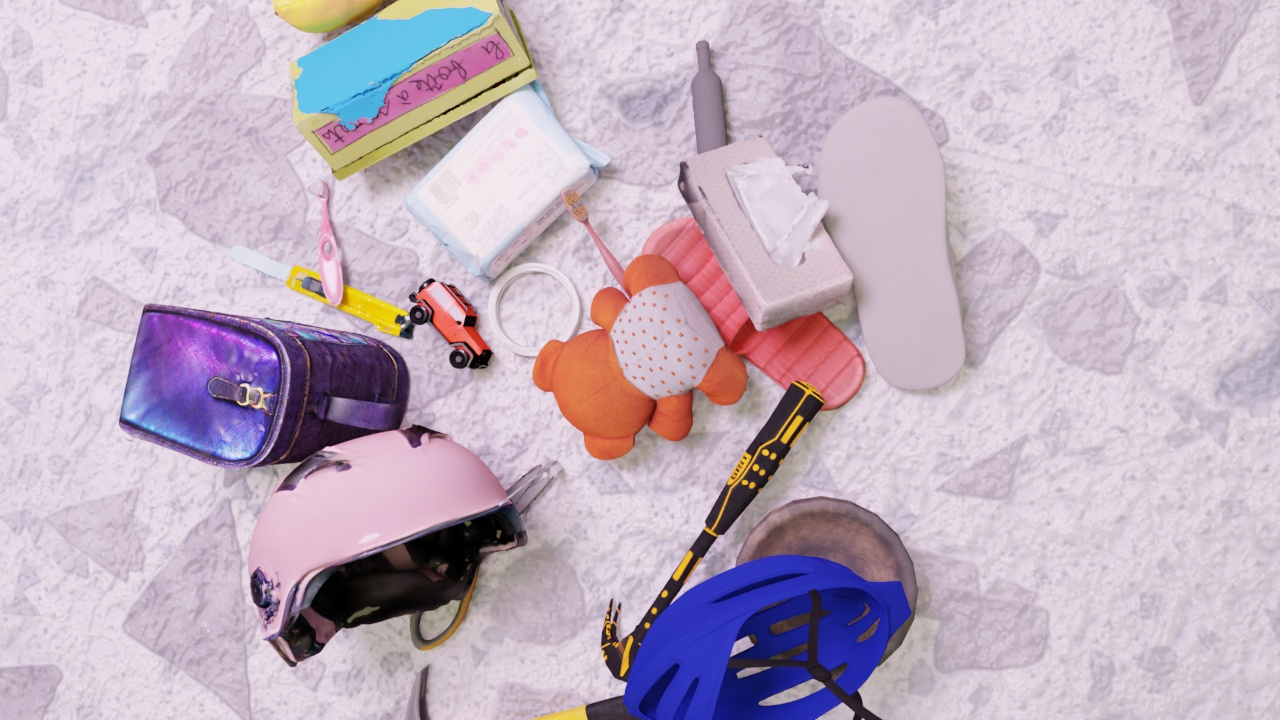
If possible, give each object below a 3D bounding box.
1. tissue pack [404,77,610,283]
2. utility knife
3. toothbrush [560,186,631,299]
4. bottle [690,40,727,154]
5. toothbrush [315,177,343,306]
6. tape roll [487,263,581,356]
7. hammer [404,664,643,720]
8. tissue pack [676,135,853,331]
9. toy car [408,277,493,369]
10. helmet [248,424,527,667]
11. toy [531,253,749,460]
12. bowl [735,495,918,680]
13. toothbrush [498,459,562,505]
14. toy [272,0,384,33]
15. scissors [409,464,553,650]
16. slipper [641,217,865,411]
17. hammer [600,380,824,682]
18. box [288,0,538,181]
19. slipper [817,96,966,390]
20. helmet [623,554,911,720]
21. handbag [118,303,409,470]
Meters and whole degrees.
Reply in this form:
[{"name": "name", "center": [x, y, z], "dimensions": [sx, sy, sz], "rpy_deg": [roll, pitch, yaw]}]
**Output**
[{"name": "tissue pack", "center": [-0.129, -0.172, 0.889], "dimensions": [0.182, 0.070, 0.112], "rpy_deg": [-43, 85, 2]}, {"name": "utility knife", "center": [-0.329, -0.073, 0.941], "dimensions": [0.219, 0.019, 0.030], "rpy_deg": [22, 82, 10]}, {"name": "toothbrush", "center": [-0.022, -0.084, 0.870], "dimensions": [0.015, 0.015, 0.184], "rpy_deg": [-34, 107, -3]}, {"name": "bottle", "center": [0.065, -0.251, 0.883], "dimensions": [0.030, 0.030, 0.113], "rpy_deg": [-6, 88, 7]}, {"name": "toothbrush", "center": [-0.317, -0.121, 0.929], "dimensions": [0.021, 0.016, 0.135], "rpy_deg": [-9, 80, -5]}, {"name": "tape roll", "center": [-0.105, -0.050, 0.911], "dimensions": [0.093, 0.013, 0.093], "rpy_deg": [0, 89, 7]}, {"name": "hammer", "center": [-0.079, 0.355, 0.894], "dimensions": [0.325, 0.034, 0.170], "rpy_deg": [-16, 86, 5]}, {"name": "tissue pack", "center": [0.114, -0.125, 0.824], "dimensions": [0.104, 0.071, 0.181], "rpy_deg": [-19, 61, -10]}, {"name": "toy car", "center": [-0.183, -0.035, 0.901], "dimensions": [0.049, 0.051, 0.100], "rpy_deg": [-44, 84, 6]}, {"name": "helmet", "center": [-0.226, 0.143, 0.798], "dimensions": [0.229, 0.256, 0.152], "rpy_deg": [-15, 69, -28]}, {"name": "toy", "center": [-0.005, 0.005, 0.849], "dimensions": [0.173, 0.092, 0.164], "rpy_deg": [-35, 90, 17]}, {"name": "bowl", "center": [0.167, 0.203, 0.843], "dimensions": [0.162, 0.070, 0.162], "rpy_deg": [0, 89, 7]}, {"name": "toothbrush", "center": [-0.096, 0.111, 0.822], "dimensions": [0.010, 0.181, 0.010], "rpy_deg": [-42, 87, 9]}, {"name": "toy", "center": [-0.263, -0.386, 0.901], "dimensions": [0.194, 0.134, 0.087], "rpy_deg": [-25, 129, 1]}, {"name": "scissors", "center": [-0.165, 0.194, 0.912], "dimensions": [0.228, 0.016, 0.134], "rpy_deg": [-35, 84, 6]}, {"name": "slipper", "center": [0.108, -0.048, 0.861], "dimensions": [0.249, 0.059, 0.103], "rpy_deg": [39, 94, 5]}, {"name": "hammer", "center": [0.065, 0.154, 0.842], "dimensions": [0.036, 0.123, 0.320], "rpy_deg": [34, 91, -26]}, {"name": "box", "center": [-0.220, -0.276, 0.873], "dimensions": [0.221, 0.082, 0.124], "rpy_deg": [-29, 50, 7]}, {"name": "slipper", "center": [0.240, -0.107, 0.845], "dimensions": [0.113, 0.080, 0.266], "rpy_deg": [-12, 103, 27]}, {"name": "helmet", "center": [0.114, 0.255, 0.705], "dimensions": [0.241, 0.227, 0.148], "rpy_deg": [-28, 119, -5]}, {"name": "handbag", "center": [-0.328, 0.028, 0.846], "dimensions": [0.222, 0.204, 0.125], "rpy_deg": [13, 90, 13]}]
